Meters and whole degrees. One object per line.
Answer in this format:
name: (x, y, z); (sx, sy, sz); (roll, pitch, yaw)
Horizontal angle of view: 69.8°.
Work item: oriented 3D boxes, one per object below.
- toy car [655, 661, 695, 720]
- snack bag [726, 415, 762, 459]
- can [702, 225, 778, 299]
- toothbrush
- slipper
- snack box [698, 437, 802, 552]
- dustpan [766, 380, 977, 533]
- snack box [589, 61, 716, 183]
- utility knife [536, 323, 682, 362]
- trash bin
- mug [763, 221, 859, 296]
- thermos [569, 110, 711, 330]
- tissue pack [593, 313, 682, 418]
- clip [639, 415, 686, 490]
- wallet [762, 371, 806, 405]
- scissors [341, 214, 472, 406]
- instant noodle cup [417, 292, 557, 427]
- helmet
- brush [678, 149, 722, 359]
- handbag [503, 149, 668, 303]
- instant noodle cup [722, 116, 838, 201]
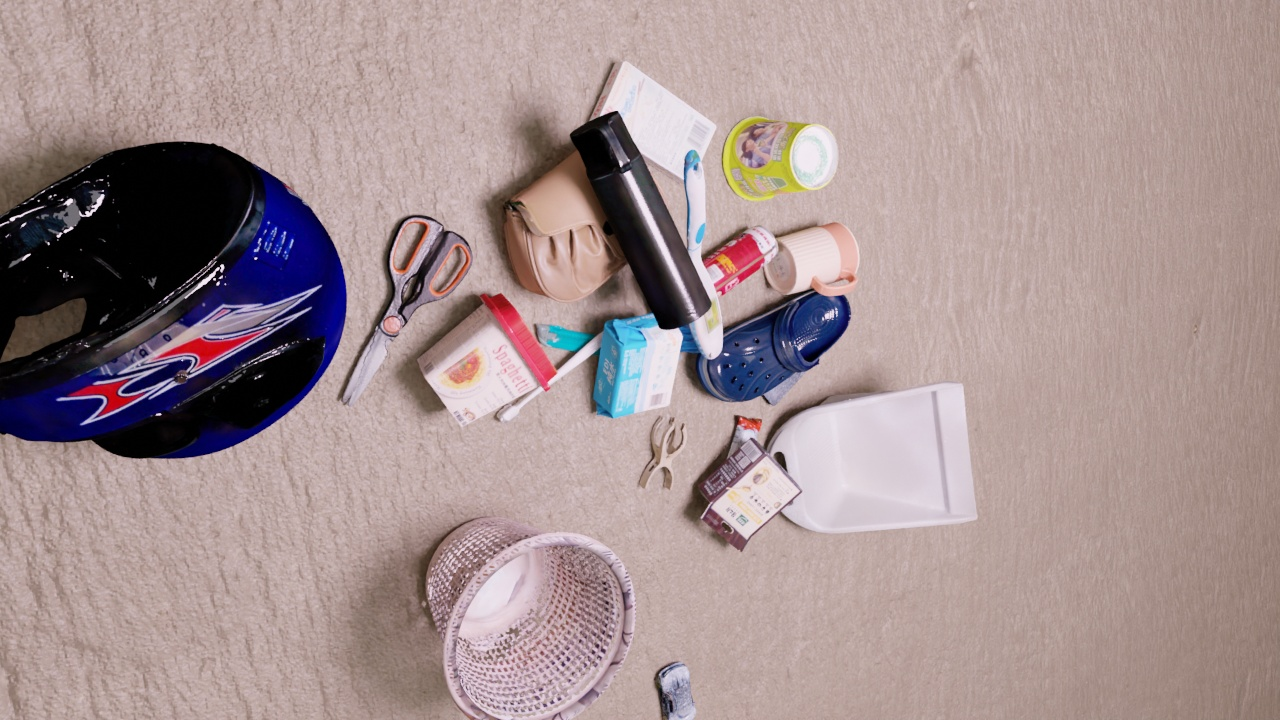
toy car: (0.053, 0.484, 1.317); (0.048, 0.031, 0.106); (-18, 110, -26)
snack bag: (0.141, 0.128, 1.298); (0.045, 0.026, 0.105); (18, 92, -37)
can: (0.119, -0.125, 1.216); (0.132, 0.053, 0.053); (-36, 116, -20)
toothbrush: (-0.103, 0.016, 1.129); (0.180, 0.016, 0.016); (-39, 130, -14)
slipper: (0.195, -0.018, 1.246); (0.252, 0.095, 0.105); (-29, 106, -22)
snack box: (0.148, 0.188, 1.279); (0.126, 0.053, 0.113); (-42, 128, 5)
dustpan: (0.321, 0.154, 1.315); (0.142, 0.258, 0.223); (-34, 118, -47)
snack box: (0.017, -0.292, 1.137); (0.156, 0.027, 0.084); (26, 87, -32)
utility knife: (-0.036, -0.018, 1.170); (0.219, 0.013, 0.029); (9, 99, -32)
trash bin: (-0.148, 0.279, 1.058); (0.227, 0.192, 0.227); (-6, 103, -30)
mug: (0.241, -0.129, 1.256); (0.105, 0.114, 0.082); (-17, 142, -25)
thermos: (0.002, -0.149, 1.009); (0.068, 0.090, 0.242); (-28, 112, -1)
tissue pack: (-0.007, 0.007, 1.148); (0.089, 0.063, 0.140); (-11, 128, -29)
clip: (0.033, 0.126, 1.231); (0.074, 0.035, 0.100); (9, 100, -33)
wallet: (0.200, -0.008, 1.311); (0.120, 0.019, 0.097); (-47, 117, -13)
scissors: (-0.282, -0.059, 1.016); (0.234, 0.022, 0.139); (-42, 110, -12)
instant noodle cup: (-0.177, 0.002, 1.040); (0.124, 0.116, 0.116); (-34, 116, -7)
helmet: (-0.414, -0.028, 0.809); (0.314, 0.247, 0.241); (-40, 151, -21)
brush: (0.055, -0.121, 1.100); (0.060, 0.109, 0.315); (-39, 134, -25)
handbag: (-0.060, -0.165, 1.074); (0.204, 0.100, 0.148); (-42, 124, -22)
instant noodle cup: (0.187, -0.261, 1.187); (0.111, 0.123, 0.112); (-7, 104, -30)
